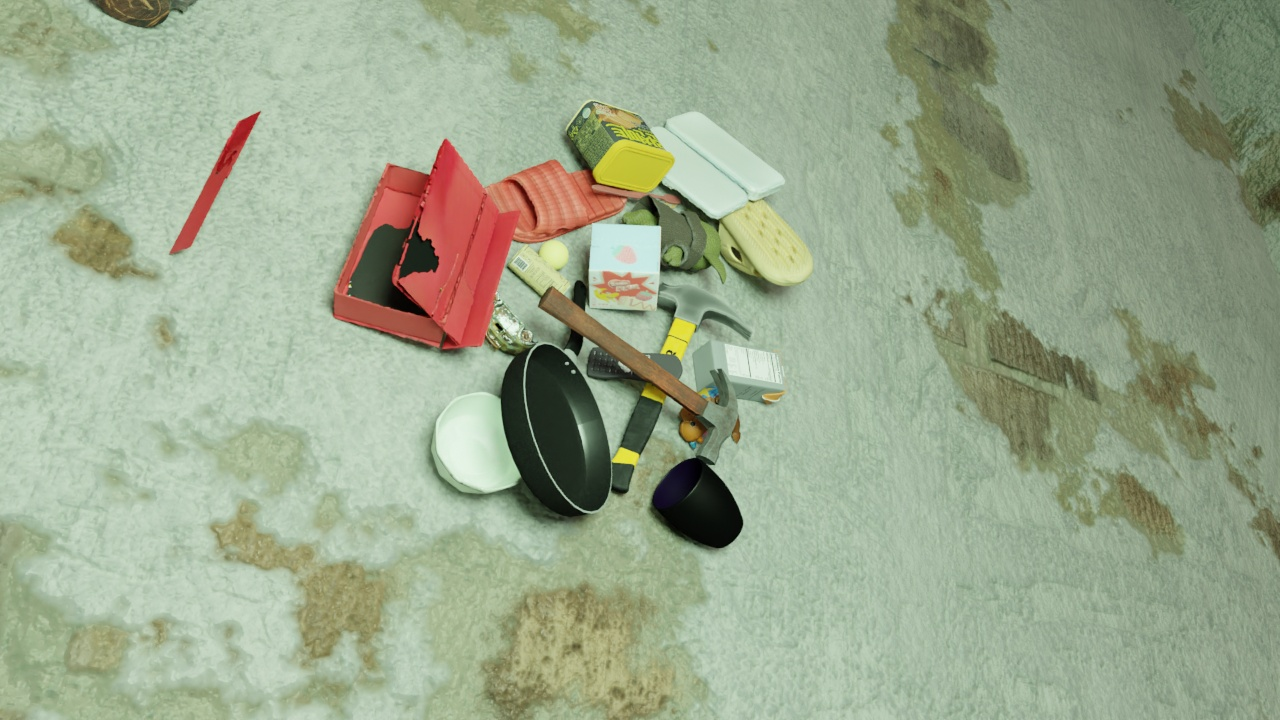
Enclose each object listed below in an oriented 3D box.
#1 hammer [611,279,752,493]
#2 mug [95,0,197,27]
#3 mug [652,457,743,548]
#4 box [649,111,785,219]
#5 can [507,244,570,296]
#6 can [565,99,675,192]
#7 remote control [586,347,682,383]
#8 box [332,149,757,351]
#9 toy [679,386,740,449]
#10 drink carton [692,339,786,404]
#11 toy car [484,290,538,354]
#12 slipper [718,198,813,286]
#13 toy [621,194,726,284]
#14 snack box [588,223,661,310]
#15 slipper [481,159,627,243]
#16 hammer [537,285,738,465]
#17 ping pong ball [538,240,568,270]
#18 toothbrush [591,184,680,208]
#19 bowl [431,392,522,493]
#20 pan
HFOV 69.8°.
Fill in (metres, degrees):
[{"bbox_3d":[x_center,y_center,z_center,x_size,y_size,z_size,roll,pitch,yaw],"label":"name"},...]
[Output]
[{"bbox_3d":[0.029,0.032,1.206,0.170,0.034,0.323,20,60,8],"label":"hammer"},{"bbox_3d":[-0.570,-0.450,1.078,0.115,0.080,0.107,36,44,-49],"label":"mug"},{"bbox_3d":[0.078,0.177,1.165,0.100,0.085,0.118,46,19,-20],"label":"mug"},{"bbox_3d":[0.101,-0.310,1.423,0.189,0.038,0.209,-27,62,-40],"label":"box"},{"bbox_3d":[-0.132,-0.112,1.199,0.079,0.038,0.038,42,51,-8],"label":"can"},{"bbox_3d":[-0.030,-0.309,1.323,0.130,0.073,0.101,0,51,-51],"label":"can"},{"bbox_3d":[-0.007,0.007,1.195,0.124,0.009,0.046,6,60,5],"label":"remote control"},{"bbox_3d":[-0.111,-0.120,1.056,0.468,0.138,0.214,6,57,8],"label":"box"},{"bbox_3d":[0.096,0.088,1.245,0.090,0.071,0.103,-44,116,-27],"label":"toy"},{"bbox_3d":[0.141,0.017,1.301,0.124,0.049,0.076,10,61,-29],"label":"drink carton"},{"bbox_3d":[-0.172,-0.040,1.129,0.047,0.047,0.112,-42,96,-21],"label":"toy car"},{"bbox_3d":[0.168,-0.191,1.414,0.111,0.079,0.261,-11,53,-30],"label":"slipper"},{"bbox_3d":[0.046,-0.177,1.321,0.152,0.078,0.179,17,35,-31],"label":"toy"},{"bbox_3d":[-0.021,-0.123,1.220,0.093,0.095,0.079,3,61,-1],"label":"snack box"},{"bbox_3d":[-0.107,-0.228,1.265,0.248,0.059,0.103,-19,77,-40],"label":"slipper"},{"bbox_3d":[0.001,0.005,1.134,0.300,0.028,0.111,36,68,-20],"label":"hammer"},{"bbox_3d":[-0.116,-0.140,1.223,0.040,0.040,0.040,15,59,-26],"label":"ping pong ball"},{"bbox_3d":[-0.006,-0.240,1.337,0.184,0.016,0.015,-1,62,-47],"label":"toothbrush"},{"bbox_3d":[-0.185,0.101,1.037,0.117,0.061,0.117,16,58,-26],"label":"bowl"},{"bbox_3d":[-0.094,0.028,1.110,0.204,0.044,0.354,55,24,-39],"label":"pan"}]
